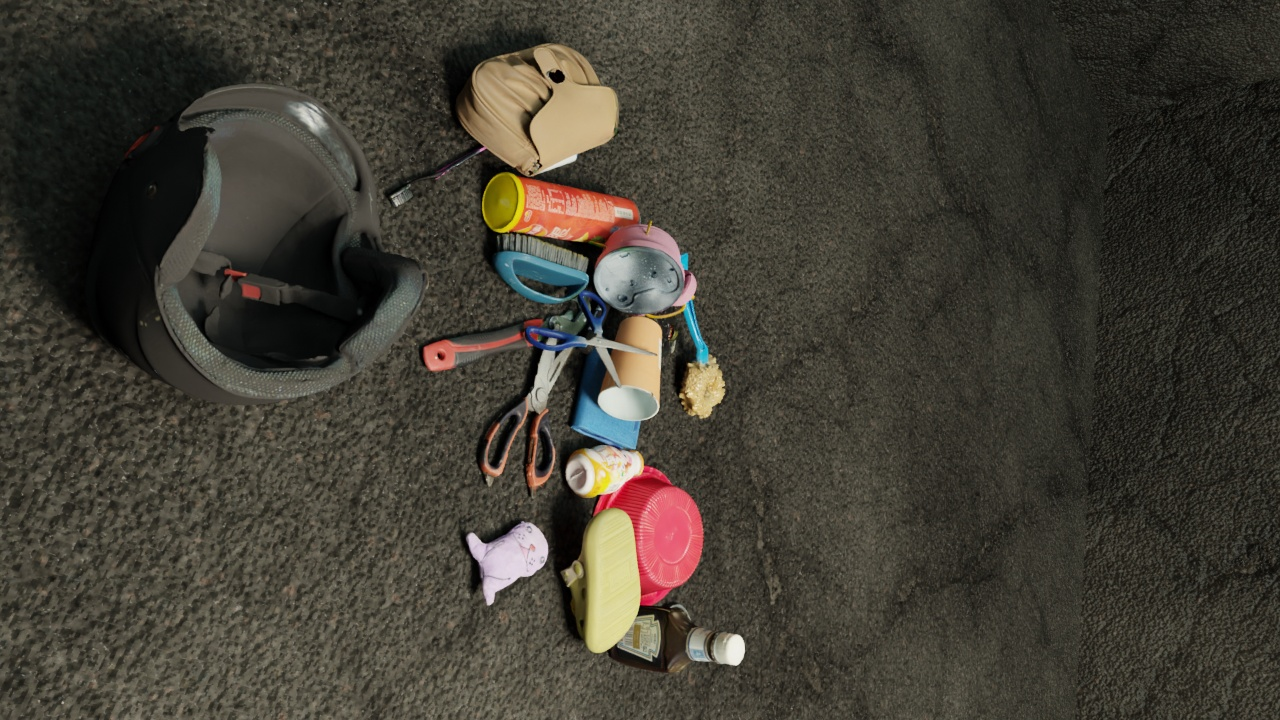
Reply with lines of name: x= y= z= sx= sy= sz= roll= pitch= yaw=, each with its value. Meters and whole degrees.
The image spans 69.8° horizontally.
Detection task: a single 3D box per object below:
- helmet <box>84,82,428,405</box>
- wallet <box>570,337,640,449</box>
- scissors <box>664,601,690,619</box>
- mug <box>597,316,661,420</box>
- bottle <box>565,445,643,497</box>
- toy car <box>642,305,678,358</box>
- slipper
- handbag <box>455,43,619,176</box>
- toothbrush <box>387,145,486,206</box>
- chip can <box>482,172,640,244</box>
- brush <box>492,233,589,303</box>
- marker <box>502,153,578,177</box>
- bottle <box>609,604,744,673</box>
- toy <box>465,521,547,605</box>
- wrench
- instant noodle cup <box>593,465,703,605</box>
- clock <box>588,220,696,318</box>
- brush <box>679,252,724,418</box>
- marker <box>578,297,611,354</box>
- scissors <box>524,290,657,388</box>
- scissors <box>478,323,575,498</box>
helmet: x=-0.336 y=-0.093 z=0.784 sx=0.233 sy=0.231 sz=0.274 roll=36 pitch=49 yaw=-49
wallet: x=-0.037 y=0.045 z=1.228 sx=0.106 sy=0.040 sz=0.133 roll=27 pitch=65 yaw=-37
scissors: x=0.080 y=0.406 z=1.323 sx=0.136 sy=0.014 sz=0.174 roll=-47 pitch=121 yaw=-42
mug: x=-0.007 y=0.007 z=1.189 sx=0.078 sy=0.078 sz=0.122 roll=41 pitch=44 yaw=-36
bottle: x=-0.044 y=0.140 z=1.186 sx=0.108 sy=0.063 sz=0.063 roll=-5 pitch=88 yaw=-47
toy car: x=0.020 y=-0.081 z=1.302 sx=0.071 sy=0.041 sz=0.156 roll=0 pitch=91 yaw=-47
slipper: x=-0.052 y=0.266 z=1.145 sx=0.091 sy=0.082 sz=0.191 roll=-16 pitch=114 yaw=-44
handbag: x=-0.119 y=-0.316 z=1.127 sx=0.148 sy=0.100 sz=0.203 roll=50 pitch=46 yaw=2
toothbrush: x=-0.226 y=-0.224 z=1.079 sx=0.188 sy=0.014 sz=0.018 roll=-43 pitch=125 yaw=-42
chip can: x=-0.096 y=-0.189 z=1.171 sx=0.216 sy=0.073 sz=0.073 roll=0 pitch=85 yaw=-47
brush: x=-0.123 y=-0.109 z=1.142 sx=0.143 sy=0.055 sz=0.073 roll=13 pitch=75 yaw=-46
marker: x=-0.128 y=-0.254 z=1.186 sx=0.130 sy=0.018 sz=0.022 roll=-34 pitch=100 yaw=-44
bottle: x=0.042 y=0.352 z=1.151 sx=0.044 sy=0.195 sz=0.079 roll=13 pitch=75 yaw=-46
toy: x=-0.153 y=0.227 z=1.074 sx=0.107 sy=0.039 sz=0.084 roll=-17 pitch=88 yaw=-46
wrench: x=-0.155 y=-0.033 z=1.126 sx=0.272 sy=0.016 sz=0.056 roll=-24 pitch=98 yaw=-47
instant noodle cup: x=0.021 y=0.237 z=1.242 sx=0.193 sy=0.066 sz=0.193 roll=9 pitch=78 yaw=-45
clock: x=0.008 y=-0.109 z=1.206 sx=0.059 sy=0.117 sz=0.158 roll=-84 pitch=151 yaw=-44
brush: x=0.076 y=-0.033 z=1.317 sx=0.083 sy=0.046 sz=0.255 roll=-31 pitch=121 yaw=-34
marker: x=-0.053 y=-0.061 z=1.225 sx=0.022 sy=0.020 sz=0.131 roll=50 pitch=43 yaw=-31
scissors: x=-0.063 y=-0.027 z=1.145 sx=0.162 sy=0.012 sz=0.172 roll=-4 pitch=48 yaw=-26
scissors: x=-0.128 y=0.065 z=1.133 sx=0.195 sy=0.015 sz=0.215 roll=-21 pitch=103 yaw=-44
